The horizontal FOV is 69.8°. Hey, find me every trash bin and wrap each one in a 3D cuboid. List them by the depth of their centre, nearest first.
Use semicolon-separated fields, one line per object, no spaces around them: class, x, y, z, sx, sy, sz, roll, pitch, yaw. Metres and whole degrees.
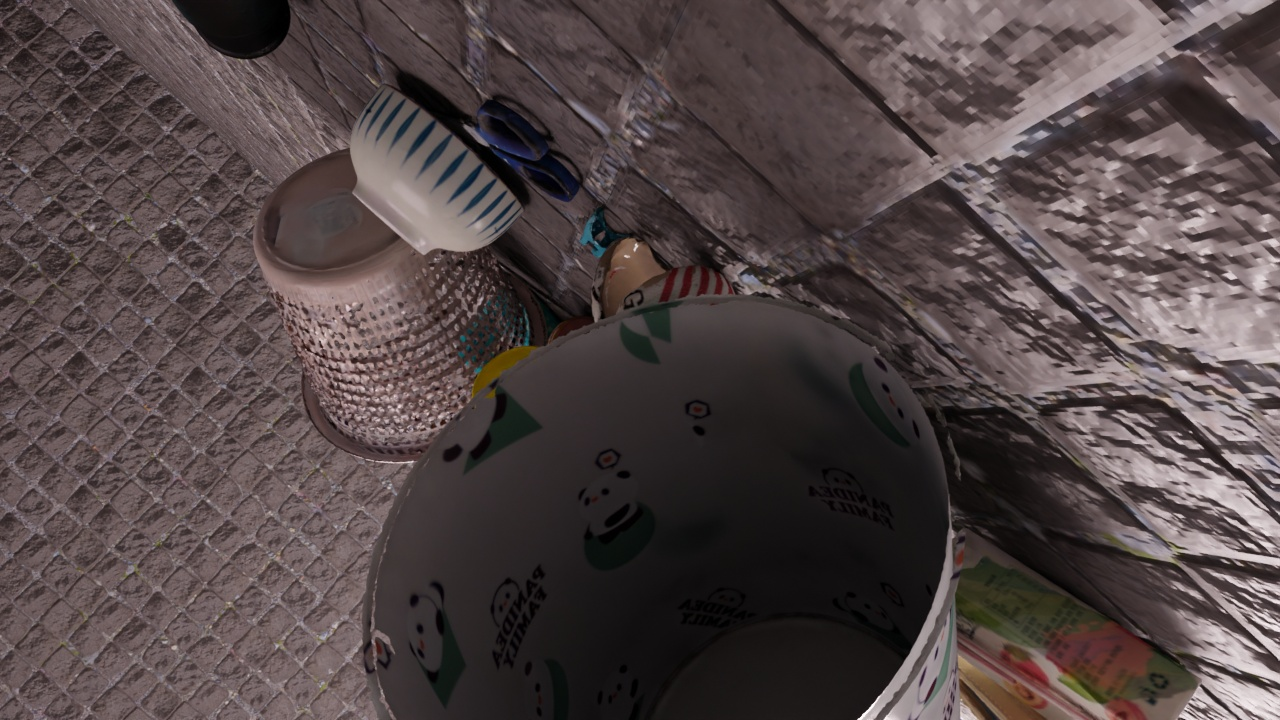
trash bin;0.039;0.139;0.419;0.230;0.229;0.252;32;157;44
trash bin;-0.207;-0.058;0.757;0.227;0.227;0.192;36;157;30

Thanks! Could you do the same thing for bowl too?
bowl;-0.138;-0.110;0.582;0.116;0.066;0.116;40;176;3

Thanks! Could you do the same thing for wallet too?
wallet;0.221;0.186;0.487;0.115;0.024;0.087;11;-156;-24

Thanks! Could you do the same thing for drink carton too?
drink carton;0.197;0.142;0.453;0.122;0.045;0.054;34;148;31

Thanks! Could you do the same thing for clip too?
clip;-0.021;-0.068;0.505;0.039;0.014;0.056;43;171;-8

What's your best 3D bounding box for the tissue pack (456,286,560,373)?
tissue pack;-0.110;-0.003;0.905;0.050;0.093;0.133;22;158;53

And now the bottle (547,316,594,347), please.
bottle;-0.051;-0.002;0.782;0.057;0.057;0.175;41;170;1

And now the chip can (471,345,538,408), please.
chip can;-0.062;0.081;0.761;0.073;0.073;0.217;34;160;39

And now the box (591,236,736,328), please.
box;0.042;0.004;0.485;0.088;0.076;0.163;2;144;36

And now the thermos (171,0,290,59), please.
thermos;-0.229;-0.228;0.463;0.090;0.068;0.243;65;167;-8

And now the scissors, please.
scissors;-0.094;-0.133;0.510;0.175;0.012;0.108;38;172;27
